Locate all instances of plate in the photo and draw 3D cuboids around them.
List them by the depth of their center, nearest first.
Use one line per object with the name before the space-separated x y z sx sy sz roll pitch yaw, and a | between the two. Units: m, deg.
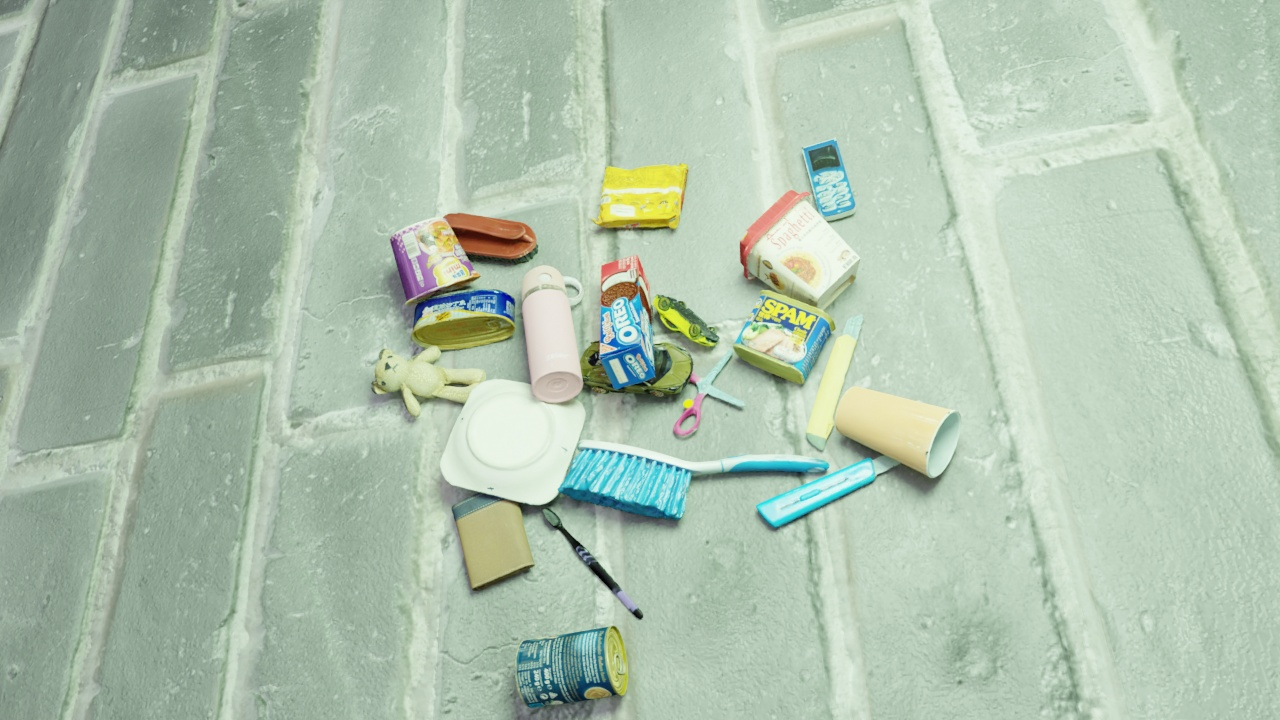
plate | -0.163 0.094 1.169 0.164 0.034 0.164 12 59 10

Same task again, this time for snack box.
snack box | -0.018 -0.052 1.165 0.057 0.058 0.207 -15 37 10

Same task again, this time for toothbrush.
toothbrush | -0.060 0.241 1.104 0.014 0.017 0.189 -44 62 -7

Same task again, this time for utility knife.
utility knife | 0.223 0.145 1.061 0.182 0.018 0.034 -25 60 3
utility knife | 0.237 0.022 1.115 0.031 0.019 0.183 16 77 19

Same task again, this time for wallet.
wallet | -0.184 0.218 1.144 0.090 0.033 0.115 -25 61 8

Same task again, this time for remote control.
remote control | 0.253 -0.244 1.235 0.049 0.024 0.124 -13 63 11

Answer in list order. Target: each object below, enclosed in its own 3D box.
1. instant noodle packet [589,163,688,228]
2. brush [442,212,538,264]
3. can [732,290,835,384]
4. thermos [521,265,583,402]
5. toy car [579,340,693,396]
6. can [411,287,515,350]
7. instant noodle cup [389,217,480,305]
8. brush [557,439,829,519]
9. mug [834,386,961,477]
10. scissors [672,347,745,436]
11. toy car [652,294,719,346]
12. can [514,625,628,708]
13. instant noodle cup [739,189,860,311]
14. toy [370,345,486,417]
instant noodle packet | -0.001 -0.230 1.297 0.128 0.044 0.110 1 59 14
brush | -0.217 -0.180 1.324 0.146 0.069 0.063 11 70 22
can | 0.177 -0.029 1.137 0.102 0.057 0.083 24 76 26
thermos | -0.111 -0.040 1.218 0.087 0.067 0.198 -1 48 -12
toy car | -0.007 0.007 1.177 0.158 0.042 0.070 2 66 27
can | -0.245 -0.057 1.272 0.148 0.075 0.049 -9 59 12
instant noodle cup | -0.295 -0.142 1.289 0.111 0.111 0.099 -22 92 6
brush | 0.059 0.141 1.097 0.315 0.060 0.109 10 65 18
mug | 0.288 0.074 1.038 0.123 0.078 0.078 22 73 38
scissors | 0.074 0.034 1.161 0.134 0.017 0.133 30 77 31
toy car | 0.057 -0.049 1.191 0.105 0.048 0.032 41 110 29
can | -0.077 0.343 1.025 0.111 0.075 0.075 -13 62 11
instant noodle cup | 0.202 -0.129 1.153 0.116 0.117 0.124 -44 72 -7
toy | -0.287 0.026 1.250 0.157 0.066 0.105 9 74 3
